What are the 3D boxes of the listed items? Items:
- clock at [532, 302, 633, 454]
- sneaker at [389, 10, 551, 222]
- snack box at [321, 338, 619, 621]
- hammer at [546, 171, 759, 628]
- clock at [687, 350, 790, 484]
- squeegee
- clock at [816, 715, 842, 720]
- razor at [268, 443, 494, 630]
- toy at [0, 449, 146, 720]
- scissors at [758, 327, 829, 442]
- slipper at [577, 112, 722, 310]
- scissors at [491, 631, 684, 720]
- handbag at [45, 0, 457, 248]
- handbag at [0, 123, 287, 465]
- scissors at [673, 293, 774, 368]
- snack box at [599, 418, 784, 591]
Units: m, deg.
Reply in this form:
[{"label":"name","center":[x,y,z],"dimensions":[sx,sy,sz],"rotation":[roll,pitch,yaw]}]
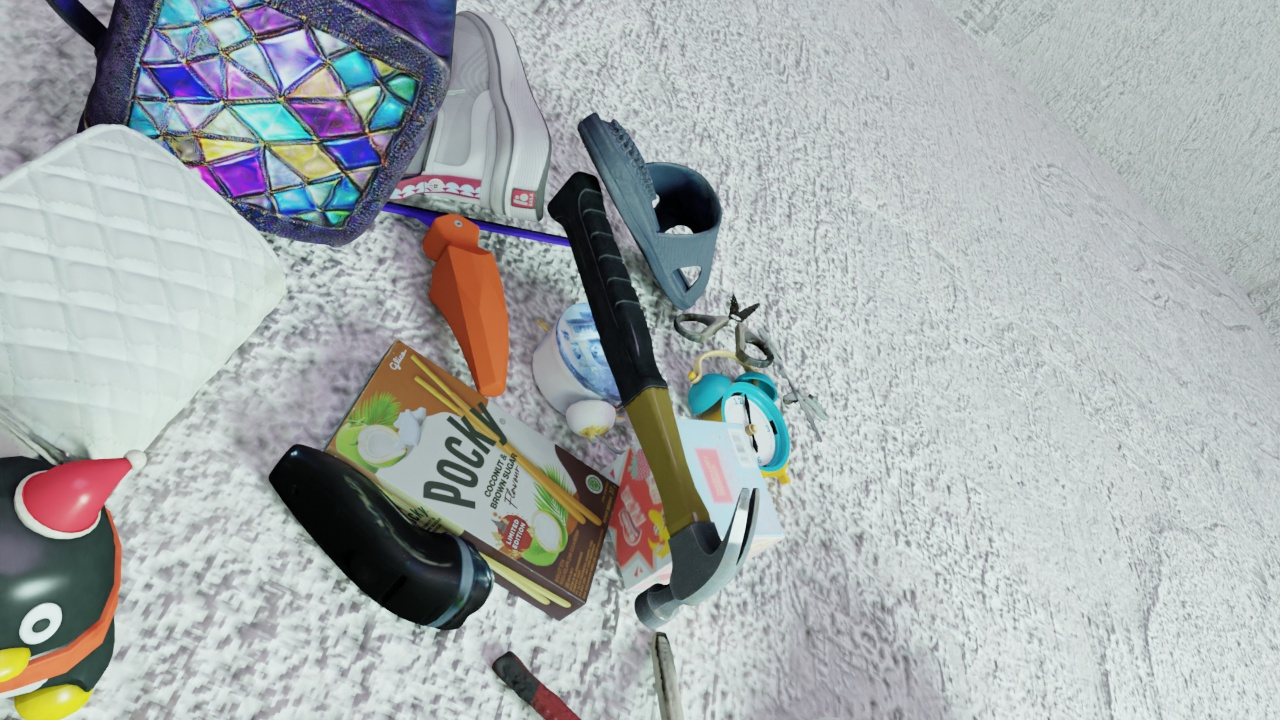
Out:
[{"label":"clock","center":[-0.032,0.016,0.710],"dimensions":[0.088,0.052,0.125],"rotation":[-6,63,-48]},{"label":"sneaker","center":[-0.159,-0.208,0.763],"dimensions":[0.128,0.097,0.262],"rotation":[-3,47,-19]},{"label":"snack box","center":[-0.106,0.078,0.599],"dimensions":[0.186,0.032,0.100],"rotation":[36,39,-16]},{"label":"hammer","center":[-0.004,0.004,0.634],"dimensions":[0.025,0.118,0.332],"rotation":[8,53,-40]},{"label":"clock","center":[0.089,0.050,0.808],"dimensions":[0.099,0.044,0.129],"rotation":[-1,66,-45]},{"label":"squeegee","center":[-0.128,-0.054,0.672],"dimensions":[0.249,0.055,0.184],"rotation":[6,50,-37]},{"label":"clock","center":[0.135,0.301,0.630],"dimensions":[0.087,0.044,0.124],"rotation":[54,39,8]},{"label":"razor","center":[-0.147,0.098,0.527],"dimensions":[0.140,0.053,0.063],"rotation":[42,26,-5]},{"label":"toy","center":[-0.260,0.085,0.372],"dimensions":[0.097,0.119,0.099],"rotation":[11,47,-38]},{"label":"scissors","center":[0.142,0.021,0.878],"dimensions":[0.141,0.014,0.164],"rotation":[27,28,-56]},{"label":"slipper","center":[0.026,-0.125,0.770],"dimensions":[0.101,0.082,0.263],"rotation":[65,5,25]},{"label":"scissors","center":[0.003,0.227,0.554],"dimensions":[0.199,0.015,0.178],"rotation":[34,24,10]},{"label":"handbag","center":[-0.241,-0.196,0.560],"dimensions":[0.221,0.205,0.125],"rotation":[20,45,-29]},{"label":"handbag","center":[-0.289,-0.027,0.482],"dimensions":[0.139,0.073,0.194],"rotation":[45,36,-18]},{"label":"scissors","center":[0.093,-0.031,0.869],"dimensions":[0.163,0.013,0.153],"rotation":[-2,32,-42]},{"label":"snack box","center":[0.032,0.105,0.659],"dimensions":[0.079,0.095,0.093],"rotation":[7,54,-40]}]
